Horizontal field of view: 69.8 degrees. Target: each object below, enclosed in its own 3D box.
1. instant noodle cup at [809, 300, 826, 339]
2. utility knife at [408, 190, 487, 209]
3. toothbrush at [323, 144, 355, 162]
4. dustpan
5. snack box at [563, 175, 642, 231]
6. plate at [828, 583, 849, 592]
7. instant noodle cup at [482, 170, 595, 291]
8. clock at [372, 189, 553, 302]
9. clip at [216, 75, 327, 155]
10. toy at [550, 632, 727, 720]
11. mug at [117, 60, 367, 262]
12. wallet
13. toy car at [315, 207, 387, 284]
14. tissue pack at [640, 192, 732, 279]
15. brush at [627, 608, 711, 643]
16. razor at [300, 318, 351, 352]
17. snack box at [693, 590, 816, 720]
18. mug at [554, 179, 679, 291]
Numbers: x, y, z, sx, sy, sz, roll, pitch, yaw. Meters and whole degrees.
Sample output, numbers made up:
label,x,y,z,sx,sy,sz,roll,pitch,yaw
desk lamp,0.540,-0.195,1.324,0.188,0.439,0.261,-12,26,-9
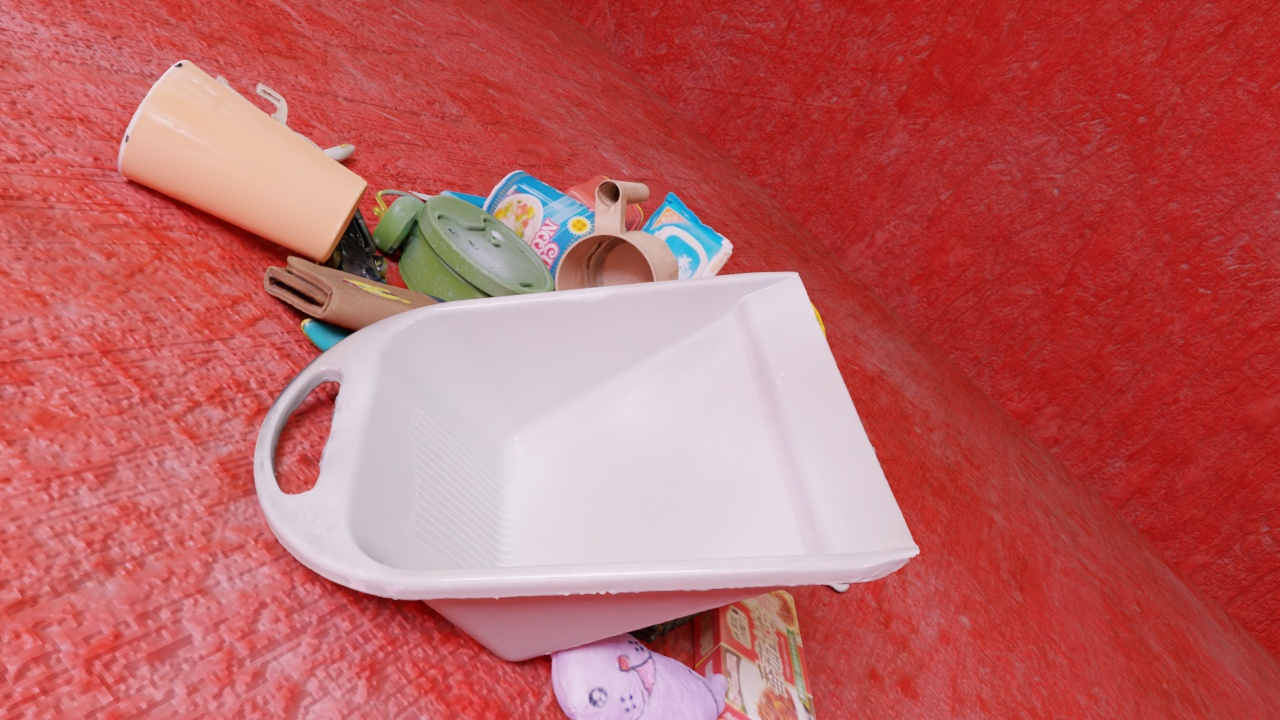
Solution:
label,x,y,z,sx,sy,sz,roll,pitch,yaw
instant noodle cup,0.101,-0.012,0.922,0.138,0.138,0.109,48,30,20
utility knife,-0.155,-0.149,0.891,0.034,0.018,0.191,36,16,22
toothbrush,-0.257,-0.147,0.699,0.018,0.016,0.191,49,18,-10
dustpan,-0.041,0.026,0.450,0.142,0.258,0.222,53,17,-35
snack box,-0.057,-0.140,0.954,0.082,0.091,0.080,44,27,11
plate,0.121,0.117,0.813,0.164,0.034,0.163,32,21,-23
instant noodle cup,-0.087,-0.119,0.855,0.110,0.099,0.099,35,18,8
clock,-0.141,-0.082,0.714,0.161,0.056,0.116,45,19,12
clip,-0.263,-0.170,0.675,0.104,0.035,0.082,31,22,8
toy,-0.001,0.170,0.457,0.108,0.039,0.083,36,28,-17
mug,-0.235,-0.113,0.556,0.122,0.078,0.078,30,22,-17
wallet,-0.161,-0.031,0.567,0.090,0.033,0.115,23,4,43
toy car,-0.212,-0.086,0.629,0.048,0.032,0.105,1,55,-60
tissue pack,0.024,-0.092,0.942,0.090,0.140,0.063,38,-11,-10
brush,0.023,0.116,0.560,0.069,0.063,0.145,11,13,38
razor,-0.143,0.011,0.552,0.132,0.043,0.028,30,-12,-19
snack box,0.070,0.184,0.579,0.075,0.025,0.152,37,20,-12
mug,-0.015,-0.088,0.768,0.084,0.125,0.103,5,11,14
